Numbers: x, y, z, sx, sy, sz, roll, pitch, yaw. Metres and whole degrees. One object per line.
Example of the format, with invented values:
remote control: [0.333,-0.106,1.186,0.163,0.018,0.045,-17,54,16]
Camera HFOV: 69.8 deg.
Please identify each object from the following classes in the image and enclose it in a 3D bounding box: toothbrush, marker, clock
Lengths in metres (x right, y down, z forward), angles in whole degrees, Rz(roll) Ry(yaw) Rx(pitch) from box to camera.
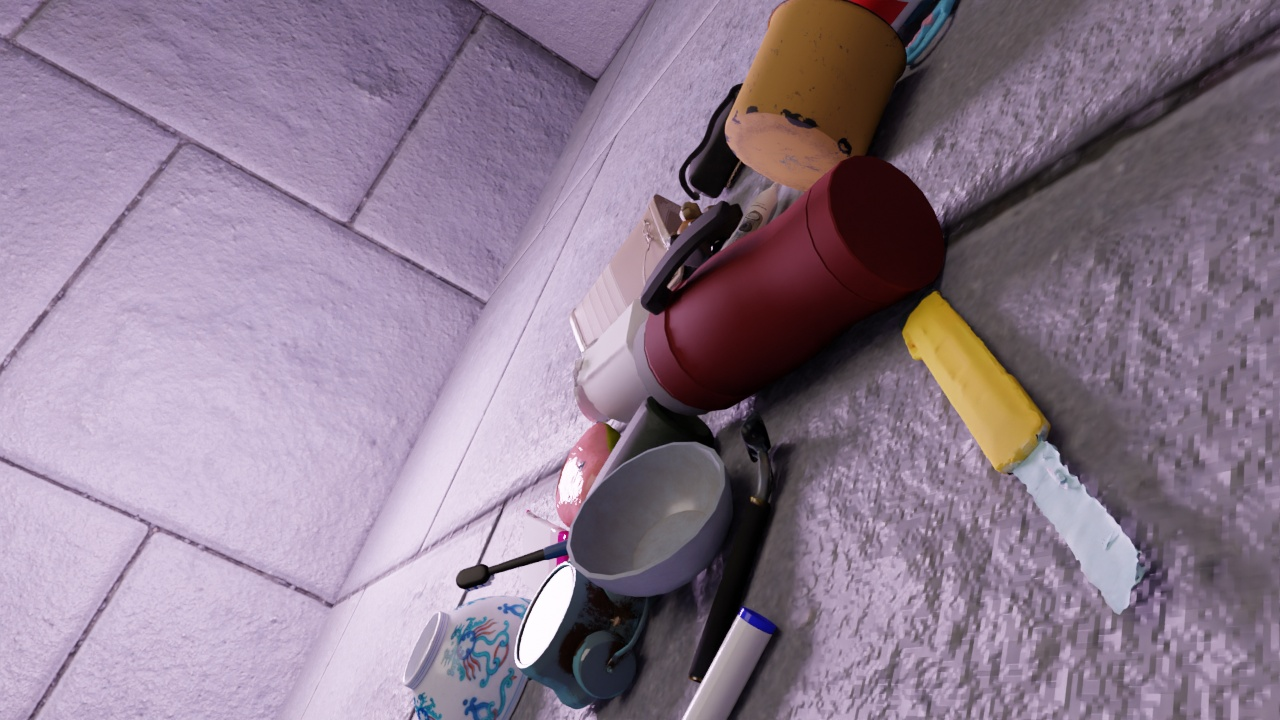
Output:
toothbrush: [0.092,-0.112,0.710,0.185,0.022,0.024,-56,-33,-39]
marker: [0.022,0.183,0.430,0.141,0.020,0.020,-61,14,-2]
clock: [-0.032,0.168,0.578,0.125,0.053,0.089,-38,27,50]
toothbrush: [-0.046,0.123,0.606,0.168,0.014,0.014,-19,57,10]

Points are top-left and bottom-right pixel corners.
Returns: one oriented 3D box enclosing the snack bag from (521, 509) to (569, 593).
snack bag: [-0.076,0.167,0.763,0.197,0.016,0.070,167,107,-71]

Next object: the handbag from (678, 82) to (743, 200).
handbag: [0.082,-0.221,0.929,0.128,0.054,0.079,-61,10,10]

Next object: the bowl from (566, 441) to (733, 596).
bowl: [0.012,0.099,0.543,0.106,0.039,0.106,-27,27,15]

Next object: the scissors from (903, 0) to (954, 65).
scissors: [0.221,-0.270,0.638,0.141,0.015,0.111,-52,14,19]

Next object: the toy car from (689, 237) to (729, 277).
toy car: [0.054,-0.056,0.745,0.112,0.034,0.046,-49,19,37]

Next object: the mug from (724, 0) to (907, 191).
mug: [0.122,-0.174,0.641,0.094,0.101,0.124,-66,-26,-12]

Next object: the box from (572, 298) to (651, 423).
box: [-0.008,0.004,0.738,0.144,0.089,0.080,135,147,-54]

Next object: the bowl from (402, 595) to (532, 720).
bowl: [-0.150,0.255,0.768,0.144,0.074,0.143,-55,16,23]

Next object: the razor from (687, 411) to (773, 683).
razor: [0.053,0.100,0.488,0.043,0.022,0.144,60,-138,-56]

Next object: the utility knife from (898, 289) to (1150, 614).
utility knife: [0.136,0.020,0.356,0.030,0.019,0.223,-61,9,22]

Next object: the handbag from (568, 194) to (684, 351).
handbag: [-0.004,-0.035,0.897,0.176,0.062,0.197,-51,26,34]

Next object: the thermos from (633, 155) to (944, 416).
thermos: [0.065,-0.040,0.531,0.199,0.108,0.083,-37,27,53]

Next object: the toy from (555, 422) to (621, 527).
toy: [-0.033,0.095,0.720,0.090,0.051,0.110,-67,16,-4]

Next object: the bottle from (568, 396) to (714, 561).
bottle: [-0.016,0.109,0.635,0.174,0.055,0.055,-58,15,16]

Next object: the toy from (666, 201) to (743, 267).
toy: [0.050,-0.106,0.774,0.076,0.062,0.100,-34,-5,26]

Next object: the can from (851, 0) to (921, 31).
can: [0.152,-0.252,0.689,0.132,0.070,0.070,-51,16,56]
